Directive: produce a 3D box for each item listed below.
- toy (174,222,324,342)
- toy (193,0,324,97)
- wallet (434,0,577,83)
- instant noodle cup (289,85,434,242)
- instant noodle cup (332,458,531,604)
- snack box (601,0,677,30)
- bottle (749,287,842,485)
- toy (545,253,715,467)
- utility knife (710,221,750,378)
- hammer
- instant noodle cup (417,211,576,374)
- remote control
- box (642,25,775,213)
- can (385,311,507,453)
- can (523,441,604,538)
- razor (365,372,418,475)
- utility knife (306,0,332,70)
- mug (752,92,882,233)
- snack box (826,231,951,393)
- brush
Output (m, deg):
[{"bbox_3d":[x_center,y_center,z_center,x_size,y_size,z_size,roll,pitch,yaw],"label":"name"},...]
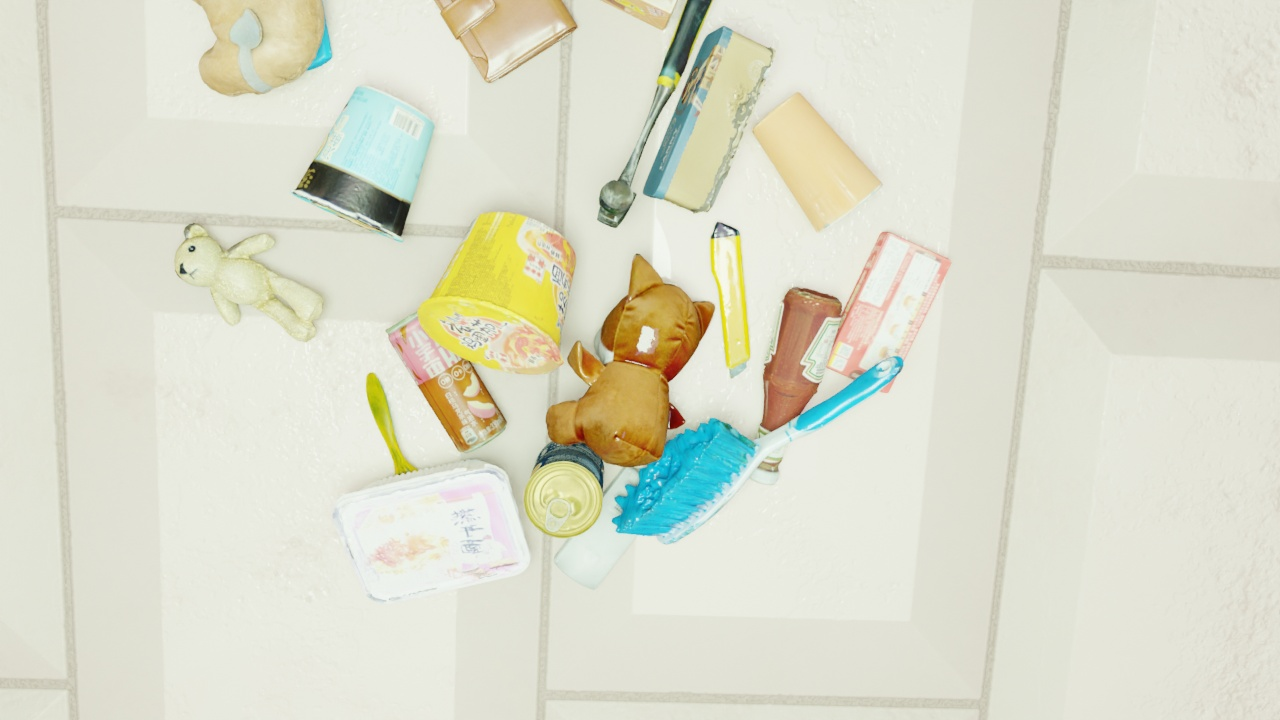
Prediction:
[{"bbox_3d":[-0.382,-0.071,0.894,0.157,0.066,0.105,28,113,1],"label":"toy"},{"bbox_3d":[-0.367,-0.358,0.839,0.143,0.082,0.226,-16,90,11],"label":"toy"},{"bbox_3d":[-0.140,-0.350,0.882,0.108,0.031,0.132,-32,98,1],"label":"wallet"},{"bbox_3d":[-0.255,-0.189,0.869,0.111,0.111,0.120,23,89,-6],"label":"instant noodle cup"},{"bbox_3d":[-0.208,0.164,0.930,0.173,0.060,0.138,-13,117,-2],"label":"instant noodle cup"},{"bbox_3d":[0.002,-0.380,0.860,0.094,0.077,0.093,24,96,-7],"label":"snack box"},{"bbox_3d":[0.151,0.029,0.943,0.060,0.059,0.206,13,104,-5],"label":"bottle"},{"bbox_3d":[-0.005,0.005,0.900,0.140,0.131,0.199,30,81,-44],"label":"toy"},{"bbox_3d":[0.092,-0.062,0.946,0.033,0.015,0.164,-5,100,3],"label":"utility knife"},{"bbox_3d":[0.029,-0.277,0.873,0.032,0.126,0.323,22,87,-5],"label":"hammer"},{"bbox_3d":[-0.127,-0.065,0.868,0.138,0.138,0.109,19,64,-6],"label":"instant noodle cup"},{"bbox_3d":[-0.033,0.177,0.974,0.056,0.019,0.135,36,95,-8],"label":"remote control"},{"bbox_3d":[0.061,-0.221,0.882,0.061,0.090,0.184,23,96,-13],"label":"box"},{"bbox_3d":[-0.194,0.019,0.922,0.058,0.058,0.147,-30,99,2],"label":"can"},{"bbox_3d":[-0.074,0.123,0.918,0.075,0.111,0.075,0,99,-1],"label":"can"},{"bbox_3d":[-0.257,0.076,0.945,0.043,0.028,0.132,-17,97,3],"label":"razor"},{"bbox_3d":[-0.328,-0.398,0.871,0.034,0.018,0.236,-7,98,0],"label":"utility knife"},{"bbox_3d":[0.170,-0.197,0.902,0.078,0.078,0.123,-38,94,3],"label":"mug"},{"bbox_3d":[0.253,-0.049,0.950,0.075,0.025,0.153,23,97,-7],"label":"snack box"},{"bbox_3d":[0.110,0.081,0.904,0.109,0.060,0.315,32,114,-31],"label":"brush"}]
